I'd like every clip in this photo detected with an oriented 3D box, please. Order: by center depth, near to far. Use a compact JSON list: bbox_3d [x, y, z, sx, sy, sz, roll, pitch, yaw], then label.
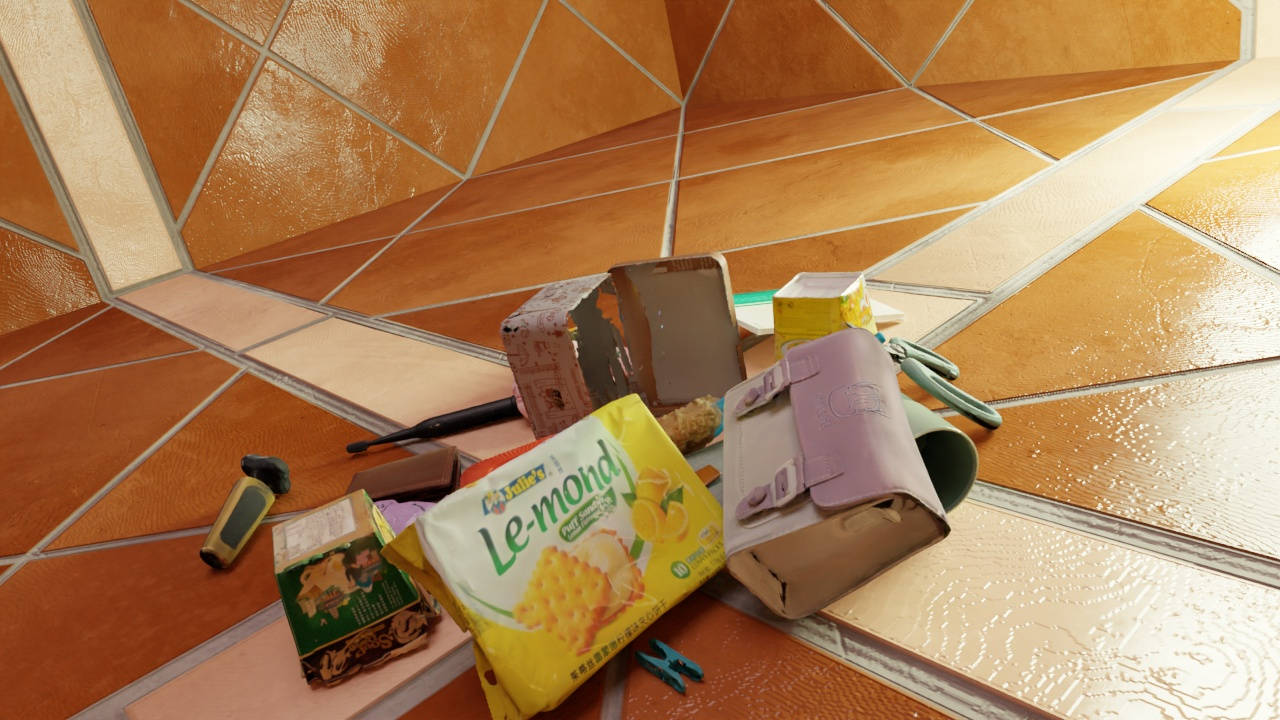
[{"bbox_3d":[0.019,0.210,0.633,0.045,0.014,0.057,-30,28,-32],"label":"clip"}]

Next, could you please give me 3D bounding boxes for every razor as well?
[{"bbox_3d":[-0.415,0.157,0.964,0.068,0.062,0.167,-39,21,17],"label":"razor"}]

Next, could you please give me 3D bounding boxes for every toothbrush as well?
[{"bbox_3d":[-0.246,0.080,1.095,0.212,0.026,0.027,-15,-13,-2],"label":"toothbrush"}]

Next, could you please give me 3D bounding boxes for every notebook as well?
[{"bbox_3d":[0.197,-0.065,1.138,0.208,0.012,0.150,-7,22,-23],"label":"notebook"}]

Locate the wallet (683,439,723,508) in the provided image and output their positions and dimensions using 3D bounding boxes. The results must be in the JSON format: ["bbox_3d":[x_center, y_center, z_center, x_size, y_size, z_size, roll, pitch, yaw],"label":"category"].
[{"bbox_3d":[0.073,0.110,0.819,0.106,0.037,0.130,-19,22,-18],"label":"wallet"}]

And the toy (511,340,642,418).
[{"bbox_3d":[-0.073,0.021,1.082,0.159,0.054,0.121,-6,48,1],"label":"toy"}]

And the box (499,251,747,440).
[{"bbox_3d":[-0.010,0.006,0.933,0.198,0.181,0.157,-4,21,22],"label":"box"}]

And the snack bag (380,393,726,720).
[{"bbox_3d":[-0.046,0.139,0.681,0.245,0.158,0.068,-29,-14,-37],"label":"snack bag"}]

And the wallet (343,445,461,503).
[{"bbox_3d":[-0.251,0.131,0.966,0.124,0.032,0.101,-14,18,-3],"label":"wallet"}]

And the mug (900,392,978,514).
[{"bbox_3d":[0.204,0.083,0.764,0.112,0.082,0.106,-39,24,0],"label":"mug"}]

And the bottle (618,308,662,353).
[{"bbox_3d":[0.010,-0.044,1.171,0.065,0.065,0.218,-13,16,-1],"label":"bottle"}]

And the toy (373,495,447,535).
[{"bbox_3d":[-0.234,0.161,0.867,0.108,0.039,0.083,0,47,25],"label":"toy"}]

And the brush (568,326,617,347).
[{"bbox_3d":[-0.092,-0.008,1.182,0.145,0.063,0.073,-23,-6,-26],"label":"brush"}]

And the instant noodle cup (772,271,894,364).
[{"bbox_3d":[0.194,-0.023,0.960,0.116,0.124,0.115,4,27,35],"label":"instant noodle cup"}]

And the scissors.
[{"bbox_3d":[0.279,0.008,0.896,0.170,0.019,0.180,36,20,18],"label":"scissors"}]

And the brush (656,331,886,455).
[{"bbox_3d":[0.111,0.035,0.859,0.255,0.046,0.083,-26,-18,18],"label":"brush"}]

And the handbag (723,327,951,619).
[{"bbox_3d":[0.135,0.073,0.690,0.145,0.098,0.196,-32,28,23],"label":"handbag"}]

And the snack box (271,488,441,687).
[{"bbox_3d":[-0.236,0.173,0.736,0.118,0.106,0.117,-22,25,-16],"label":"snack box"}]

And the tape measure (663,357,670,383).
[{"bbox_3d":[0.042,0.008,1.106,0.054,0.025,0.058,-7,23,17],"label":"tape measure"}]

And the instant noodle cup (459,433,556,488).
[{"bbox_3d":[-0.094,0.129,0.812,0.188,0.079,0.164,-21,18,-7],"label":"instant noodle cup"}]
